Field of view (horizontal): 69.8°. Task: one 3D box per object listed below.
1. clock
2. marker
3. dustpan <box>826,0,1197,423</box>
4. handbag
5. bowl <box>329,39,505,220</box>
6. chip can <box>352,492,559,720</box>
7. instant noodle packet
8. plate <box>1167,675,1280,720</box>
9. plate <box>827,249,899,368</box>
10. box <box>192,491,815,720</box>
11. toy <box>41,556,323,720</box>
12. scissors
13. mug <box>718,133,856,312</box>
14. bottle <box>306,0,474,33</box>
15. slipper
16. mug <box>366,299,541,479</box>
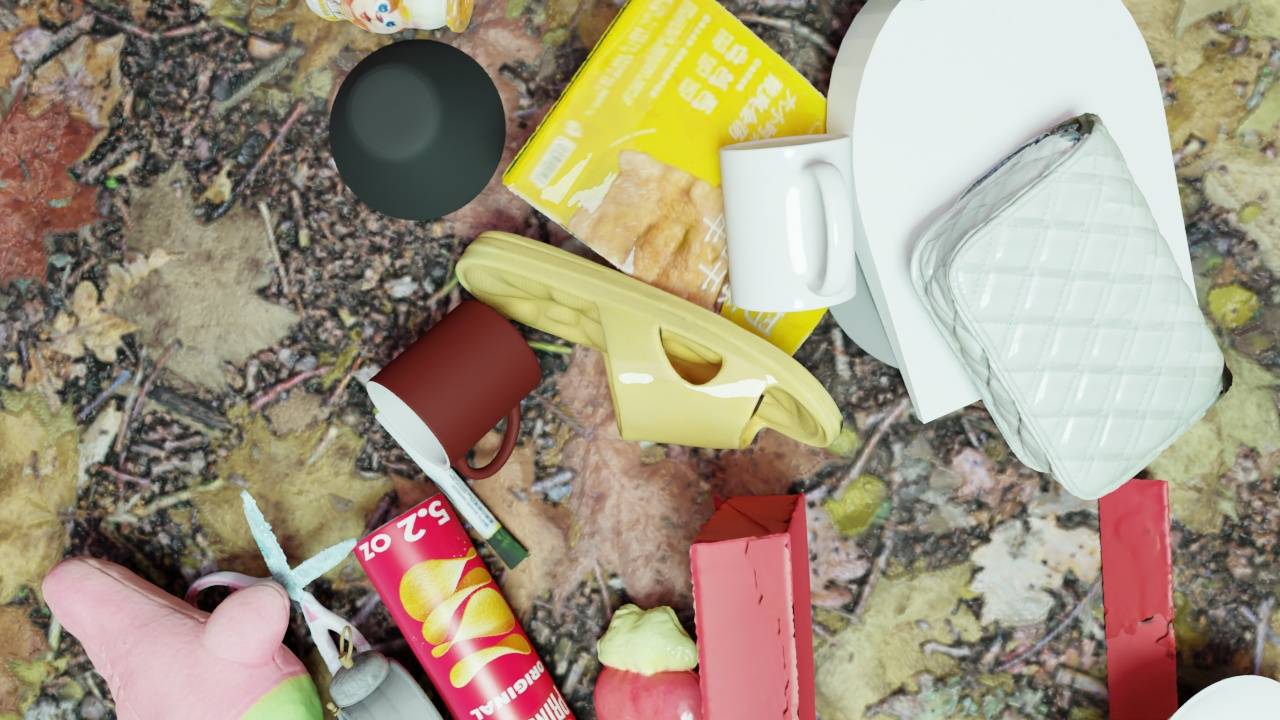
[{"bbox_3d":[-0.155,0.232,0.583,0.056,0.104,0.148,-32,106,-29],"label":"clock"},{"bbox_3d":[-0.130,0.084,0.626,0.017,0.017,0.146,-42,87,4],"label":"marker"},{"bbox_3d":[0.218,-0.117,0.566,0.191,0.053,0.258,-23,110,-1],"label":"dustpan"},{"bbox_3d":[0.249,-0.027,0.535,0.138,0.072,0.195,-38,110,-4],"label":"handbag"},{"bbox_3d":[-0.155,-0.158,0.605,0.124,0.052,0.124,0,91,4],"label":"bowl"},{"bbox_3d":[-0.104,0.198,0.600,0.069,0.069,0.220,-31,88,4],"label":"chip can"},{"bbox_3d":[0.048,-0.112,0.587,0.221,0.084,0.163,36,93,-12],"label":"instant noodle packet"},{"bbox_3d":[0.341,0.271,0.557,0.173,0.036,0.174,-1,93,-21],"label":"plate"},{"bbox_3d":[0.195,-0.079,0.588,0.178,0.012,0.178,-1,97,-7],"label":"plate"},{"bbox_3d":[-0.037,0.201,0.506,0.374,0.148,0.213,-5,93,-21],"label":"box"},{"bbox_3d":[-0.291,0.212,0.596,0.236,0.096,0.192,43,114,2],"label":"toy"},{"bbox_3d":[-0.230,0.165,0.613,0.171,0.013,0.175,-32,104,26],"label":"scissors"},{"bbox_3d":[0.090,-0.076,0.516,0.073,0.110,0.090,-10,107,-11],"label":"mug"},{"bbox_3d":[-0.165,-0.245,0.599,0.108,0.063,0.063,16,92,5],"label":"bottle"},{"bbox_3d":[-0.003,0.003,0.570,0.263,0.100,0.078,25,69,8],"label":"slipper"},{"bbox_3d":[-0.110,0.027,0.588,0.082,0.073,0.106,-45,125,-26],"label":"mug"}]
